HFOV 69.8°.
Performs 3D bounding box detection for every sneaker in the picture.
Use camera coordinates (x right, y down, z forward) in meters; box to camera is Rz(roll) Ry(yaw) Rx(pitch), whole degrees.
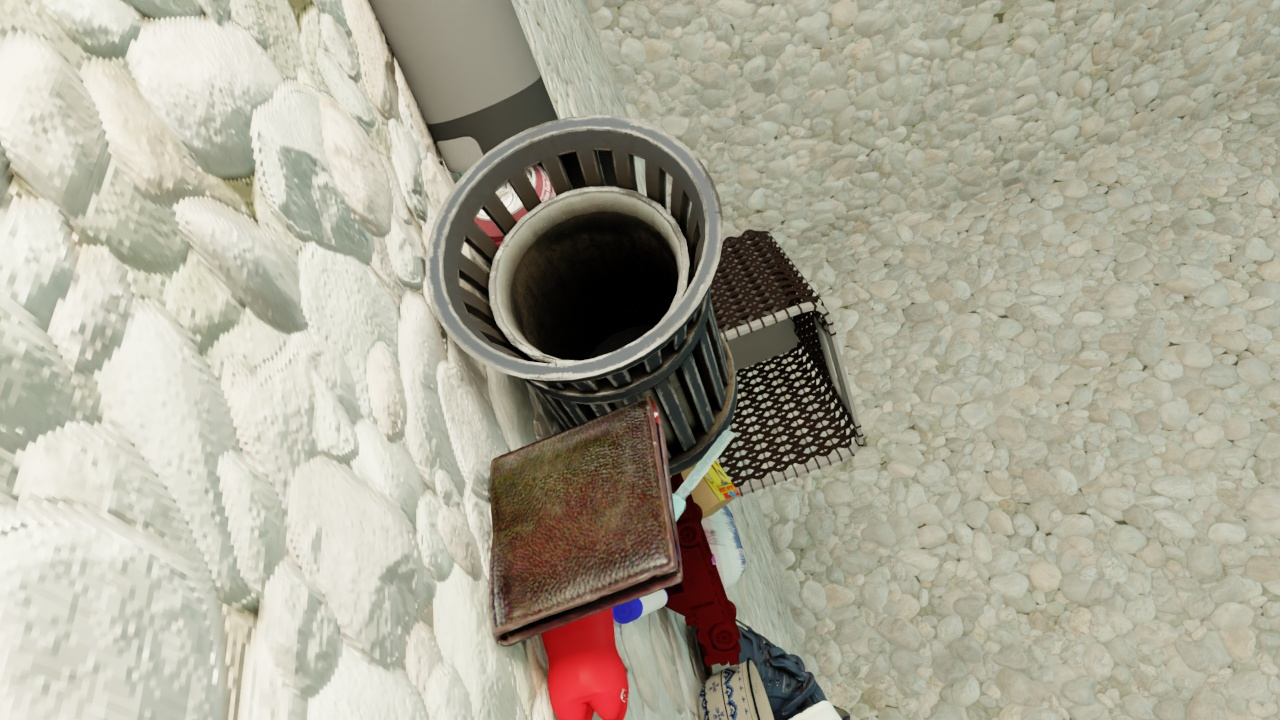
[{"bbox_3d":[0.146,0.348,1.015,0.295,0.127,0.120,59,14,-51],"label":"sneaker"}]

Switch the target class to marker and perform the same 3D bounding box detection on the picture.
[{"bbox_3d":[0.002,0.192,0.727,0.141,0.020,0.020,43,29,-75],"label":"marker"}]

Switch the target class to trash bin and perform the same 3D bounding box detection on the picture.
[{"bbox_3d":[-0.016,-0.019,0.597,0.227,0.164,0.164,65,10,-63],"label":"trash bin"}]

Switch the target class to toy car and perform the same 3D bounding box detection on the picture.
[{"bbox_3d":[0.041,0.195,0.840,0.070,0.062,0.170,-59,130,-80],"label":"toy car"}]

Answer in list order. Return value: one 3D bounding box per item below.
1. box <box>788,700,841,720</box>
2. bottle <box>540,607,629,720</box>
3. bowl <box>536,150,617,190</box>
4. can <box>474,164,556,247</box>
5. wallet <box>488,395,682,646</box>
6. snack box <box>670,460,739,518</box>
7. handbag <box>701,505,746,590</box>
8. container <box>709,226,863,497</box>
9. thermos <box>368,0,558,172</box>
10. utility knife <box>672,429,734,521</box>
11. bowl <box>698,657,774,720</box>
[{"bbox_3d":[0.116,0.357,0.706,0.043,0.136,0.197,-105,174,-65],"label":"box"},{"bbox_3d":[-0.038,0.129,0.504,0.042,0.042,0.141,58,15,-60],"label":"bottle"},{"bbox_3d":[-0.072,-0.127,0.745,0.052,0.123,0.124,27,-32,50],"label":"bowl"},{"bbox_3d":[-0.078,-0.089,0.656,0.114,0.063,0.063,59,15,-59],"label":"can"},{"bbox_3d":[-0.030,0.079,0.469,0.031,0.099,0.119,57,14,-36],"label":"wallet"},{"bbox_3d":[0.043,0.104,0.966,0.126,0.040,0.088,55,13,14],"label":"snack box"},{"bbox_3d":[0.055,0.188,1.008,0.170,0.068,0.144,46,26,-59],"label":"handbag"},{"bbox_3d":[0.118,-0.001,1.211,0.243,0.246,0.247,-103,172,-55],"label":"container"},{"bbox_3d":[-0.130,-0.239,0.567,0.082,0.082,0.240,-94,164,-62],"label":"thermos"},{"bbox_3d":[0.016,0.108,0.619,0.015,0.168,0.022,5,-43,55],"label":"utility knife"},{"bbox_3d":[0.091,0.343,0.857,0.115,0.059,0.115,-18,89,-83],"label":"bowl"}]
